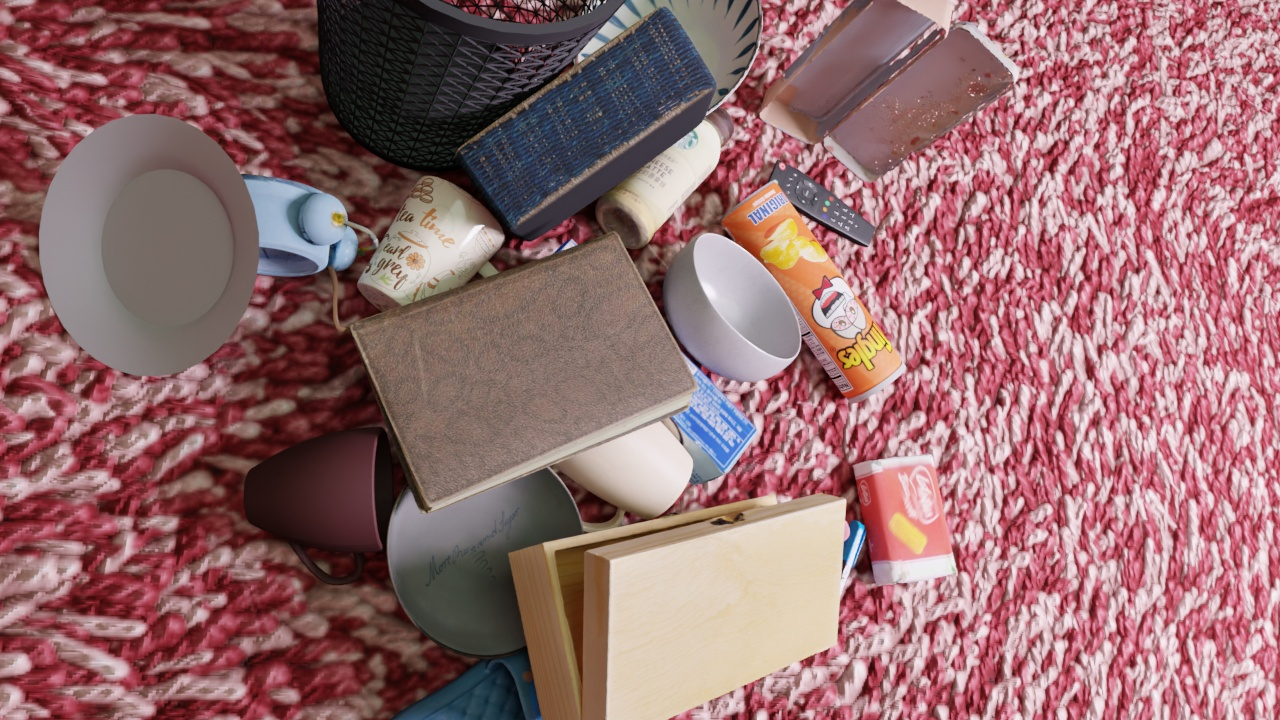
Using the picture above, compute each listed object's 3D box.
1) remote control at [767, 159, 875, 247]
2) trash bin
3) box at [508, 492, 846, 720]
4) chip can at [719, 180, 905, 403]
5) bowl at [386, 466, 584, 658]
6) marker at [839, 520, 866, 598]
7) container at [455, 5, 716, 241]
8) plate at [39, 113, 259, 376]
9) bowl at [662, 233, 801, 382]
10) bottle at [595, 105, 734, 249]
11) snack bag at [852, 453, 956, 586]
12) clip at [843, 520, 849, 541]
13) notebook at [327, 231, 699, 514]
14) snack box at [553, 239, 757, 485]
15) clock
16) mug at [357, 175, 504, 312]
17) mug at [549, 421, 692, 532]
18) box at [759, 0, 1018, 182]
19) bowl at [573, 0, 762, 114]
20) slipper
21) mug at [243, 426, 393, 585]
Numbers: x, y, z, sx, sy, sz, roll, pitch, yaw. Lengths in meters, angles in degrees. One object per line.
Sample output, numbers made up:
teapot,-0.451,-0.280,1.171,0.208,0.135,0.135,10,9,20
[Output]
remote control,0.181,-0.154,0.917,0.124,0.010,0.039,30,65,-13
trash bin,-0.139,-0.267,0.676,0.216,0.244,0.216,7,72,-22
box,0.048,0.175,0.663,0.248,0.123,0.140,-3,72,-42
chip can,0.159,-0.063,0.852,0.062,0.062,0.210,-36,91,-28
bowl,-0.118,0.139,0.672,0.150,0.057,0.150,8,71,-25
marker,0.174,0.198,0.807,0.015,0.018,0.122,32,65,-11
container,-0.038,-0.174,0.714,0.187,0.145,0.071,-35,93,2
plate,-0.326,-0.076,0.618,0.173,0.019,0.173,1,93,14
bowl,0.071,-0.038,0.792,0.131,0.065,0.131,31,37,-27
bottle,0.027,-0.171,0.828,0.056,0.057,0.161,43,63,-7
snack bag,0.242,0.145,0.842,0.077,0.036,0.115,-2,76,-24
clip,0.153,0.152,0.814,0.058,0.038,0.022,6,76,-24
notebook,-0.093,-0.014,0.661,0.215,0.035,0.190,-22,76,-17
snack box,-0.005,0.004,0.762,0.226,0.059,0.059,46,60,-7
clock,-0.253,-0.094,0.661,0.124,0.089,0.051,3,77,-7
mug,-0.154,-0.067,0.720,0.122,0.081,0.097,47,67,-35
mug,-0.025,0.083,0.725,0.104,0.085,0.111,38,92,-14
box,0.222,-0.247,0.847,0.154,0.217,0.058,26,68,-13
bowl,0.033,-0.281,0.839,0.071,0.178,0.177,21,58,-66
slipper,-0.086,0.255,0.653,0.213,0.059,0.104,-23,87,-26
mug,-0.221,0.104,0.634,0.088,0.087,0.114,-2,105,-7
